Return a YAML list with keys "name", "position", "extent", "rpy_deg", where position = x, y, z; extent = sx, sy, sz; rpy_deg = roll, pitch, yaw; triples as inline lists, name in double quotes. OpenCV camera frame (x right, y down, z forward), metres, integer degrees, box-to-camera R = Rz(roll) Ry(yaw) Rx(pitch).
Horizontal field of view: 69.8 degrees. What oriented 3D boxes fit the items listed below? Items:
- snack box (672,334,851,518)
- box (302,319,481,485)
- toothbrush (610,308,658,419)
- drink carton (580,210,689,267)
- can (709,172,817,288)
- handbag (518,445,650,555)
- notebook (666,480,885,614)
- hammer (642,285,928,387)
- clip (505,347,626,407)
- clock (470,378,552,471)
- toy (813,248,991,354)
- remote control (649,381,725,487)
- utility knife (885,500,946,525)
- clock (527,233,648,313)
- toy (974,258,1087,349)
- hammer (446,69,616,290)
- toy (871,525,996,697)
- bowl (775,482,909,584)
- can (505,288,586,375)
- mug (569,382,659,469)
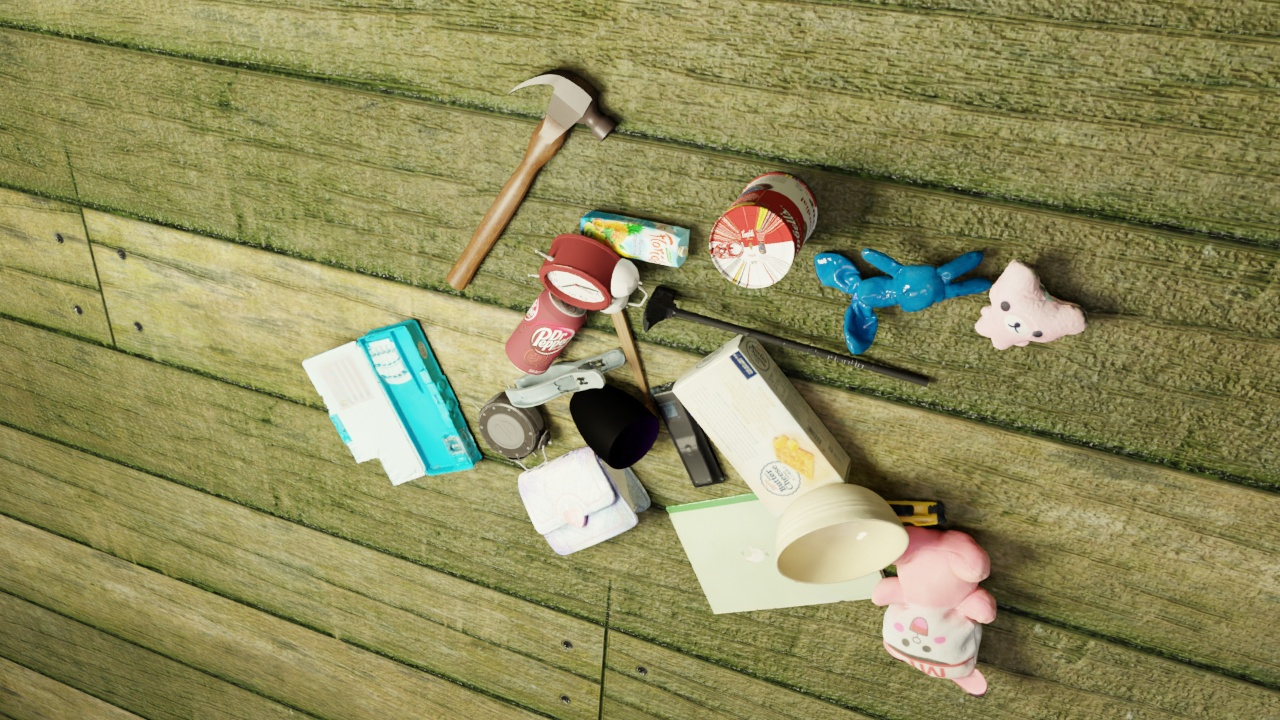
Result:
- name: "snack box"
  position: [0.144, 0.077, 1.088]
  extent: [0.104, 0.057, 0.208]
  rpy_deg: [-35, 99, 29]
- name: "box"
  position: [-0.347, 0.067, 1.298]
  extent: [0.185, 0.056, 0.227]
  rpy_deg: [-16, 110, 18]
- name: "toothbrush"
  position: [-0.007, 0.007, 1.144]
  extent: [0.016, 0.016, 0.167]
  rpy_deg: [-8, 112, 25]
- name: "drink carton"
  position: [-0.006, -0.140, 1.048]
  extent: [0.129, 0.038, 0.044]
  rpy_deg: [14, 121, 17]
- name: "can"
  position: [0.128, -0.136, 0.946]
  extent: [0.087, 0.116, 0.087]
  rpy_deg: [10, 120, 18]
- name: "handbag"
  position: [-0.082, 0.186, 1.244]
  extent: [0.159, 0.069, 0.126]
  rpy_deg: [-27, 102, 35]
- name: "notebook"
  position: [0.176, 0.248, 1.200]
  extent: [0.253, 0.010, 0.182]
  rpy_deg: [-15, 110, 29]
- name: "hammer"
  position: [0.161, -0.017, 1.029]
  extent: [0.325, 0.094, 0.015]
  rpy_deg: [16, 121, 7]
- name: "clip"
  position: [-0.092, 0.016, 1.170]
  extent: [0.164, 0.107, 0.028]
  rpy_deg: [-12, 112, 33]
- name: "clock"
  position: [-0.168, 0.089, 1.240]
  extent: [0.091, 0.043, 0.123]
  rpy_deg: [-31, 102, 33]
- name: "toy"
  position: [0.270, -0.069, 0.955]
  extent: [0.177, 0.070, 0.113]
  rpy_deg: [-7, 102, 27]
- name: "remote control"
  position: [0.059, 0.097, 1.160]
  extent: [0.047, 0.022, 0.150]
  rpy_deg: [-15, 110, 29]
- name: "utility knife"
  position: [0.282, 0.182, 1.103]
  extent: [0.163, 0.030, 0.017]
  rpy_deg: [-3, 149, 21]
- name: "clock"
  position: [-0.058, -0.097, 1.064]
  extent: [0.137, 0.048, 0.096]
  rpy_deg: [24, 158, -5]
- name: "toy"
  position: [0.384, -0.046, 0.927]
  extent: [0.099, 0.052, 0.096]
  rpy_deg: [40, 136, -3]
- name: "hammer"
  position: [-0.151, -0.201, 1.084]
  extent: [0.115, 0.033, 0.324]
  rpy_deg: [39, 125, -3]
- name: "toy"
  position: [0.356, 0.299, 1.105]
  extent: [0.142, 0.084, 0.213]
  rpy_deg: [8, 117, 32]
- name: "bowl"
  position: [0.222, 0.189, 1.051]
  extent: [0.150, 0.075, 0.151]
  rpy_deg: [-5, 140, -4]
- name: "can"
  position: [-0.117, -0.037, 1.138]
  extent: [0.063, 0.063, 0.114]
  rpy_deg: [40, 125, -1]
- name: "mug"
  position: [-0.034, 0.082, 1.161]
  extent: [0.100, 0.085, 0.119]
  rpy_deg: [40, 172, 34]
